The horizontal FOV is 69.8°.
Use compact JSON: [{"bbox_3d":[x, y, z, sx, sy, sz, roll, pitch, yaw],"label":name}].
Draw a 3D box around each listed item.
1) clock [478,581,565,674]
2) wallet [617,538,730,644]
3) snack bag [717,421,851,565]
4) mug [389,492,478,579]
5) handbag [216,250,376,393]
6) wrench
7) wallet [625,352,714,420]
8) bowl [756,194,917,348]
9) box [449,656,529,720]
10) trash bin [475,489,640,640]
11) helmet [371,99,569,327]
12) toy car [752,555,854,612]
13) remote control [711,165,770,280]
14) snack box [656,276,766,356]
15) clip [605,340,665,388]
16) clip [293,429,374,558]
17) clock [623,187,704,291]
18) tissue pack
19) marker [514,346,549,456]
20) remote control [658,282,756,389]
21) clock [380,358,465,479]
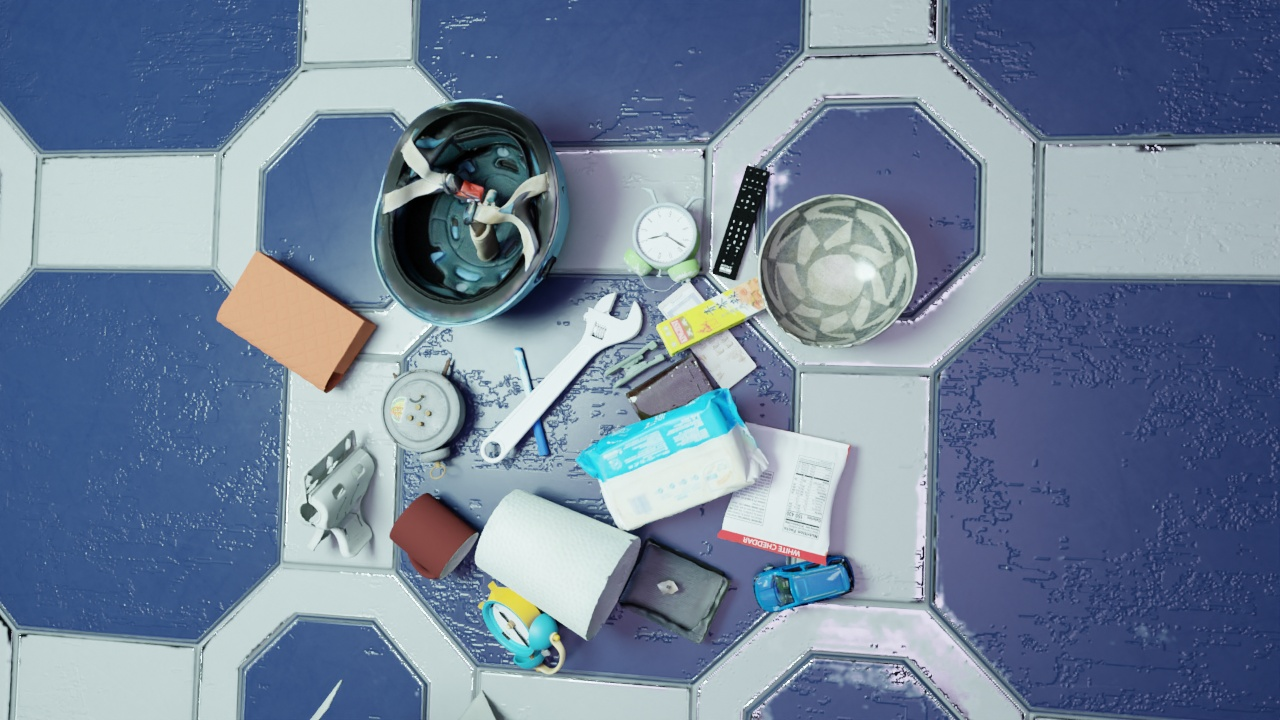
[{"bbox_3d":[-0.144,0.329,1.120,0.129,0.043,0.099,40,136,13],"label":"clock"},{"bbox_3d":[0.041,0.278,1.113,0.115,0.026,0.089,26,91,0],"label":"wallet"},{"bbox_3d":[0.171,0.156,1.090,0.131,0.039,0.144,12,81,17],"label":"snack bag"},{"bbox_3d":[-0.265,0.230,1.153,0.082,0.073,0.106,37,123,8],"label":"mug"},{"bbox_3d":[-0.446,-0.047,1.189,0.172,0.060,0.109,33,88,6],"label":"handbag"},{"bbox_3d":[-0.102,0.024,1.145,0.066,0.018,0.273,43,91,7],"label":"wrench"},{"bbox_3d":[0.053,0.066,1.123,0.099,0.031,0.120,-32,86,9],"label":"wallet"},{"bbox_3d":[0.226,-0.100,1.072,0.178,0.081,0.178,0,87,9],"label":"bowl"},{"bbox_3d":[-0.227,0.506,1.099,0.172,0.380,0.167,37,94,-8],"label":"box"},{"bbox_3d":[-0.101,0.235,1.095,0.161,0.133,0.133,25,92,14],"label":"trash bin"},{"bbox_3d":[-0.191,-0.163,1.098,0.225,0.166,0.265,24,90,11],"label":"helmet"},{"bbox_3d":[0.193,0.263,1.085,0.120,0.043,0.056,-15,86,9],"label":"toy car"},{"bbox_3d":[0.124,-0.169,1.128,0.030,0.009,0.140,18,91,9],"label":"remote control"},{"bbox_3d":[0.094,-0.055,1.107,0.148,0.029,0.040,-26,82,-2],"label":"snack box"},{"bbox_3d":[-0.007,0.006,1.137,0.076,0.023,0.045,-32,82,5],"label":"clip"},{"bbox_3d":[-0.380,0.174,1.149,0.075,0.124,0.144,7,114,13],"label":"clip"},{"bbox_3d":[0.031,-0.144,1.125,0.094,0.042,0.119,12,90,10],"label":"clock"},{"bbox_3d":[0.035,0.119,1.081,0.210,0.066,0.117,-25,97,17],"label":"tissue pack"},{"bbox_3d":[-0.139,0.051,1.162,0.013,0.013,0.142,-16,85,8],"label":"marker"},{"bbox_3d":[0.082,-0.030,1.129,0.050,0.011,0.136,-39,83,6],"label":"remote control"},{"bbox_3d":[-0.270,0.077,1.160,0.104,0.056,0.148,-14,84,9],"label":"clock"}]
